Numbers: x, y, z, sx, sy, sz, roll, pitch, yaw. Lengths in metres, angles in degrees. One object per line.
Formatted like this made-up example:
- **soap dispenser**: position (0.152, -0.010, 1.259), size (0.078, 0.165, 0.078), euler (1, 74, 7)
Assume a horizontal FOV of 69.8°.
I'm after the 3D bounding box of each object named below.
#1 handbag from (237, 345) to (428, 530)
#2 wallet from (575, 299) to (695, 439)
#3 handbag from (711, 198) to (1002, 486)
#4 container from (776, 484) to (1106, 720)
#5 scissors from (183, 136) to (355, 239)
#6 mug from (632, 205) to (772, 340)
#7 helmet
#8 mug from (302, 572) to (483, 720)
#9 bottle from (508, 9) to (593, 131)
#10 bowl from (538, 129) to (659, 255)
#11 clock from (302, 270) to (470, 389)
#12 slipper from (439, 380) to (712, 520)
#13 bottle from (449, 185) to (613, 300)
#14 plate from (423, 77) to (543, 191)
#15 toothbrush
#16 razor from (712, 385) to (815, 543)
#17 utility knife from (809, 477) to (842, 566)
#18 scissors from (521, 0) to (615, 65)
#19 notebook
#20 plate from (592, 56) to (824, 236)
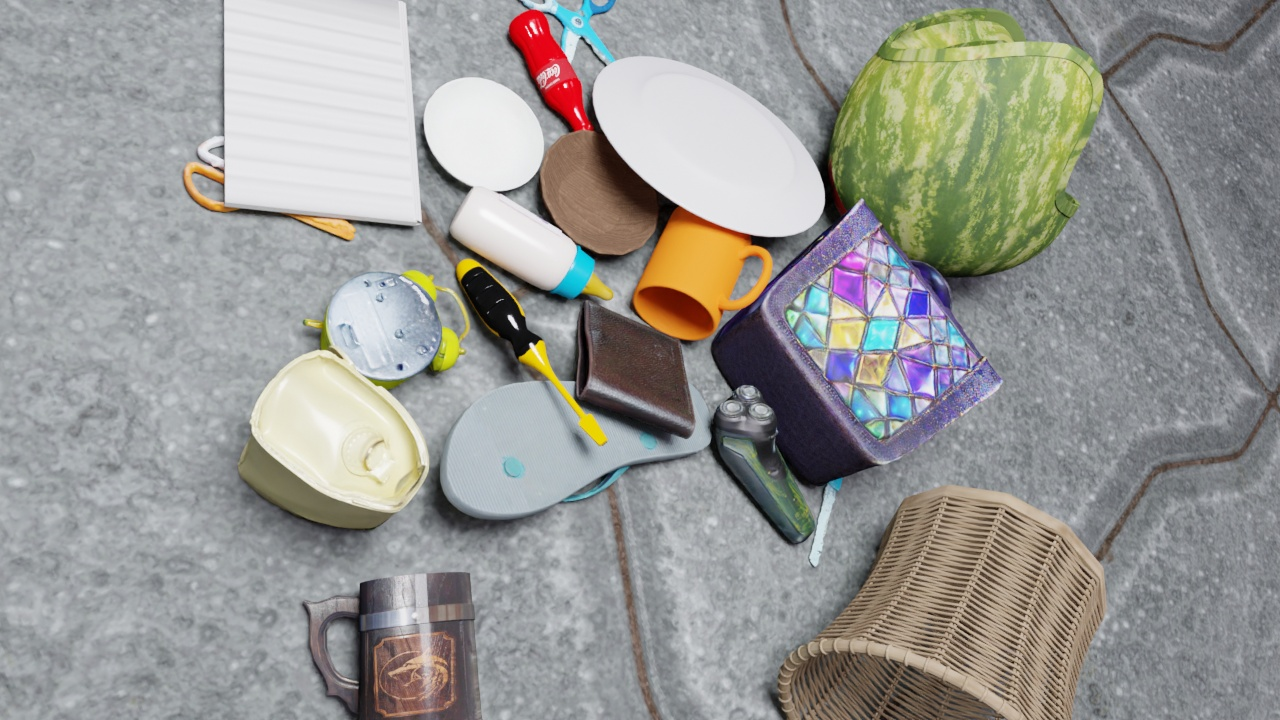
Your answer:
- **handbag**: position (-0.200, 0.062, 0.607), size (0.111, 0.120, 0.081), euler (38, 59, -9)
- **wallet**: position (-0.004, 0.004, 0.756), size (0.099, 0.031, 0.119), euler (23, 33, -20)
- **handbag**: position (0.202, -0.019, 0.832), size (0.221, 0.126, 0.205), euler (-36, 87, -25)
- **container**: position (0.257, 0.237, 0.744), size (0.227, 0.228, 0.195), euler (48, 51, -7)
- **scissors**: position (-0.273, -0.124, 0.690), size (0.128, 0.013, 0.064), euler (23, 65, -19)
- **mug**: position (0.061, -0.077, 0.799), size (0.078, 0.113, 0.095), euler (56, 49, -45)
- **helmet**: position (0.307, -0.199, 0.900), size (0.243, 0.212, 0.247), euler (-11, 122, 0)
- **mug**: position (-0.166, 0.202, 0.611), size (0.116, 0.080, 0.107), euler (-6, 74, -3)
- **bottle**: position (-0.076, -0.254, 0.823), size (0.036, 0.036, 0.119), euler (-28, 89, -32)
- **bowl**: position (-0.041, -0.143, 0.808), size (0.117, 0.030, 0.117), euler (10, 70, -29)
- **clock**: position (-0.181, -0.023, 0.679), size (0.118, 0.057, 0.083), euler (-21, 84, -31)
- **slipper**: position (-0.052, 0.061, 0.734), size (0.268, 0.055, 0.098), euler (-13, 76, -42)
- **bottle**: position (-0.084, -0.088, 0.757), size (0.146, 0.051, 0.051), euler (30, 62, -17)
- **plate**: position (-0.134, -0.187, 0.776), size (0.104, 0.026, 0.104), euler (9, 70, -25)
- **toothbrush**: position (-0.086, -0.009, 0.707), size (0.031, 0.031, 0.196), euler (-39, 68, -3)
- **razor**: position (0.113, 0.094, 0.799), size (0.053, 0.067, 0.151), euler (-38, 102, -34)
- **utility knife**: position (0.185, 0.108, 0.862), size (0.022, 0.015, 0.180), euler (23, 66, -12)
- **scissors**: position (-0.059, -0.330, 0.873), size (0.134, 0.011, 0.137), euler (47, 57, -5)
- **notebook**: position (-0.250, -0.209, 0.722), size (0.142, 0.009, 0.209), euler (2, 70, -29)
- **plate**: position (0.070, -0.207, 0.847), size (0.242, 0.016, 0.242), euler (17, 45, -18)
